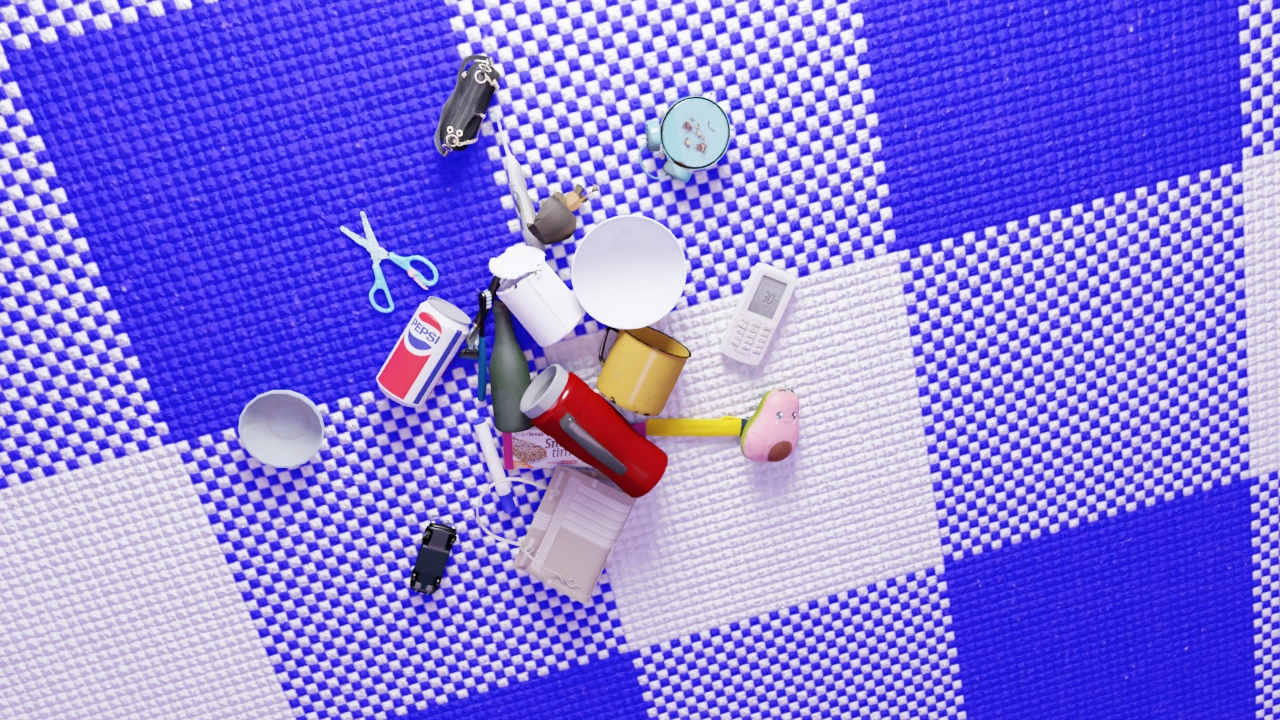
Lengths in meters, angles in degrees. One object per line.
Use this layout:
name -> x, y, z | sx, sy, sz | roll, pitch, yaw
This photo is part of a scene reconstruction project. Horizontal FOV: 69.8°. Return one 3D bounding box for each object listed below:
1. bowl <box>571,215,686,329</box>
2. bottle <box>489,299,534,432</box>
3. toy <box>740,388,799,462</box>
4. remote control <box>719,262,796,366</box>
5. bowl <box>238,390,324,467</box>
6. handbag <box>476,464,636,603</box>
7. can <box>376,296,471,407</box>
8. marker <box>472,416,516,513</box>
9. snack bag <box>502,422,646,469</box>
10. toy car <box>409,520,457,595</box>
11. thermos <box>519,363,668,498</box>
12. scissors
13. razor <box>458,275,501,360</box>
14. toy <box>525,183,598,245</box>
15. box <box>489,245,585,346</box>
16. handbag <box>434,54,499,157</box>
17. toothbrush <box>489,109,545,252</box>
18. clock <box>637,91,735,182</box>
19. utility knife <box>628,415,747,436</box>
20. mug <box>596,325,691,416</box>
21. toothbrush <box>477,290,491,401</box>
bowl -> -0.018, -0.119, 1.174 | 0.144, 0.074, 0.144 | -2, 107, -7
bottle -> -0.174, 0.006, 1.205 | 0.055, 0.055, 0.174 | -6, 106, -5
toy -> 0.183, 0.089, 1.274 | 0.090, 0.051, 0.110 | 6, 100, -24
remote control -> 0.158, -0.062, 1.239 | 0.060, 0.025, 0.138 | 20, 104, -13
bowl -> -0.465, 0.084, 1.200 | 0.106, 0.039, 0.106 | -2, 107, -7
handbag -> -0.130, 0.221, 1.271 | 0.198, 0.062, 0.176 | 21, 103, -14
can -> -0.278, -0.010, 1.178 | 0.070, 0.070, 0.132 | 31, 101, -15
marker -> -0.201, 0.145, 1.262 | 0.020, 0.020, 0.141 | -16, 108, -2
snack bag -> -0.090, 0.118, 1.263 | 0.196, 0.016, 0.070 | -1, 112, -4
toy car -> -0.291, 0.276, 1.284 | 0.046, 0.034, 0.112 | 17, 105, -12
thermos -> -0.057, 0.098, 1.189 | 0.198, 0.108, 0.084 | 41, 101, -22
scissors -> -0.335, -0.118, 1.171 | 0.140, 0.015, 0.111 | 35, 99, -9
razor -> -0.201, -0.069, 1.197 | 0.042, 0.022, 0.144 | 9, 106, -54
toy -> -0.096, -0.189, 1.153 | 0.100, 0.076, 0.062 | -43, 68, -11
box -> -0.132, -0.088, 1.161 | 0.143, 0.089, 0.080 | 49, 59, -21
handbag -> -0.207, -0.302, 1.091 | 0.054, 0.079, 0.128 | 26, 102, -13
toothbrush -> -0.154, -0.223, 1.153 | 0.024, 0.022, 0.186 | -22, 111, -20
clock -> 0.053, -0.275, 1.146 | 0.124, 0.053, 0.090 | -34, 107, 4
utility knife -> 0.039, 0.092, 1.277 | 0.223, 0.019, 0.030 | 0, 102, -9
mug -> -0.007, 0.007, 1.210 | 0.124, 0.100, 0.094 | 32, 106, 26
toothbrush -> -0.205, -0.016, 1.194 | 0.014, 0.014, 0.168 | -20, 132, -35
